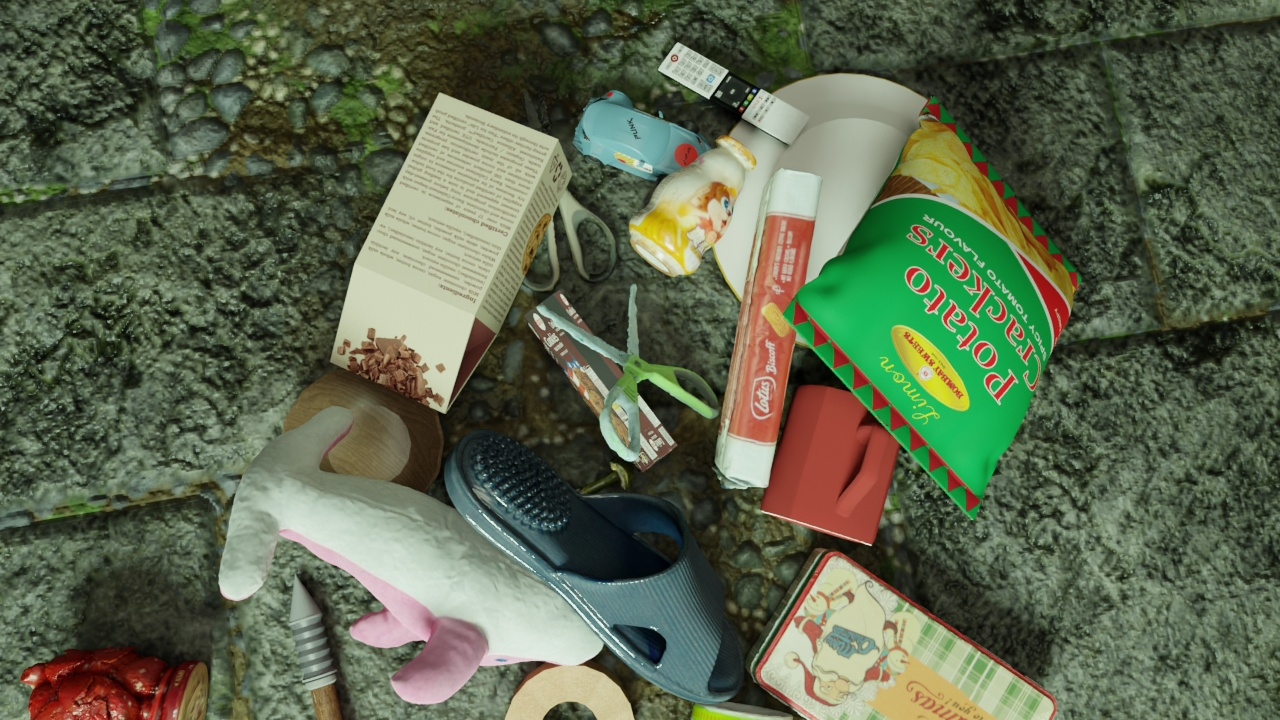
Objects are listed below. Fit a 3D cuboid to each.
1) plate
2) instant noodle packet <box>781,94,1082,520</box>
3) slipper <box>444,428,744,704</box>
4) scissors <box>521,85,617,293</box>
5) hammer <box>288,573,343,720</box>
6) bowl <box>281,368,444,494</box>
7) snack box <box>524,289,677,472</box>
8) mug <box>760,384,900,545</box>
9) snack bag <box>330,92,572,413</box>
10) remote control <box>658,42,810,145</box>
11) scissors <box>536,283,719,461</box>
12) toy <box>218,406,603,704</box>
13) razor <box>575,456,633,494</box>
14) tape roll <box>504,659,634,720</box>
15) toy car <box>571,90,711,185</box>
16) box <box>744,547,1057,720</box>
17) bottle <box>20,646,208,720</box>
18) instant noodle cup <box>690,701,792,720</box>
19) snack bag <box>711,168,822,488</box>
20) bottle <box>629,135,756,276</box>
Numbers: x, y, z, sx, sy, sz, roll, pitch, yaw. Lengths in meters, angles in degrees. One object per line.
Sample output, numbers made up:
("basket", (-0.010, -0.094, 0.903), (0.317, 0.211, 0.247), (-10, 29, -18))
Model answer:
("plate", (0.167, -0.119, 0.722), (0.230, 0.021, 0.229), (0, 84, -3))
("instant noodle packet", (0.222, -0.047, 0.653), (0.195, 0.091, 0.252), (45, 59, -13))
("slipper", (-0.009, 0.125, 0.620), (0.263, 0.101, 0.083), (41, 118, -14))
("scissors", (-0.078, -0.129, 0.713), (0.132, 0.012, 0.169), (-41, 88, -7))
("hammer", (-0.203, 0.310, 0.643), (0.156, 0.043, 0.322), (-18, 81, 3))
("bowl", (-0.202, 0.063, 0.676), (0.118, 0.030, 0.117), (0, 84, -4))
("snack box", (-0.030, 0.017, 0.681), (0.031, 0.051, 0.141), (-37, 87, -7))
("mug", (0.142, 0.075, 0.652), (0.080, 0.116, 0.096), (18, 83, -6))
("snack bag", (-0.140, -0.074, 0.669), (0.094, 0.070, 0.206), (23, 84, 8))
("remote control", (0.073, -0.209, 0.721), (0.124, 0.012, 0.028), (33, 83, 12))
("scissors", (-0.004, 0.004, 0.656), (0.171, 0.021, 0.171), (28, 44, -28))
("toy", (-0.152, 0.149, 0.622), (0.265, 0.128, 0.186), (33, 40, -17))
("razor", (-0.055, 0.105, 0.682), (0.106, 0.042, 0.026), (-28, 88, 4))
("tape roll", (-0.051, 0.266, 0.664), (0.094, 0.027, 0.094), (0, 84, -3))
("toy car", (0.003, -0.172, 0.715), (0.108, 0.027, 0.060), (21, 83, -1))
("box", (0.188, 0.236, 0.672), (0.205, 0.050, 0.117), (36, 84, 0))
("bottle", (-0.359, 0.240, 0.613), (0.111, 0.099, 0.099), (6, 83, -9))
("instant noodle cup", (0.065, 0.298, 0.640), (0.099, 0.099, 0.107), (9, 75, -2))
("snack bag", (0.090, -0.022, 0.665), (0.041, 0.077, 0.225), (9, 91, -1))
("bottle", (0.042, -0.118, 0.692), (0.063, 0.063, 0.108), (38, 87, 1))
